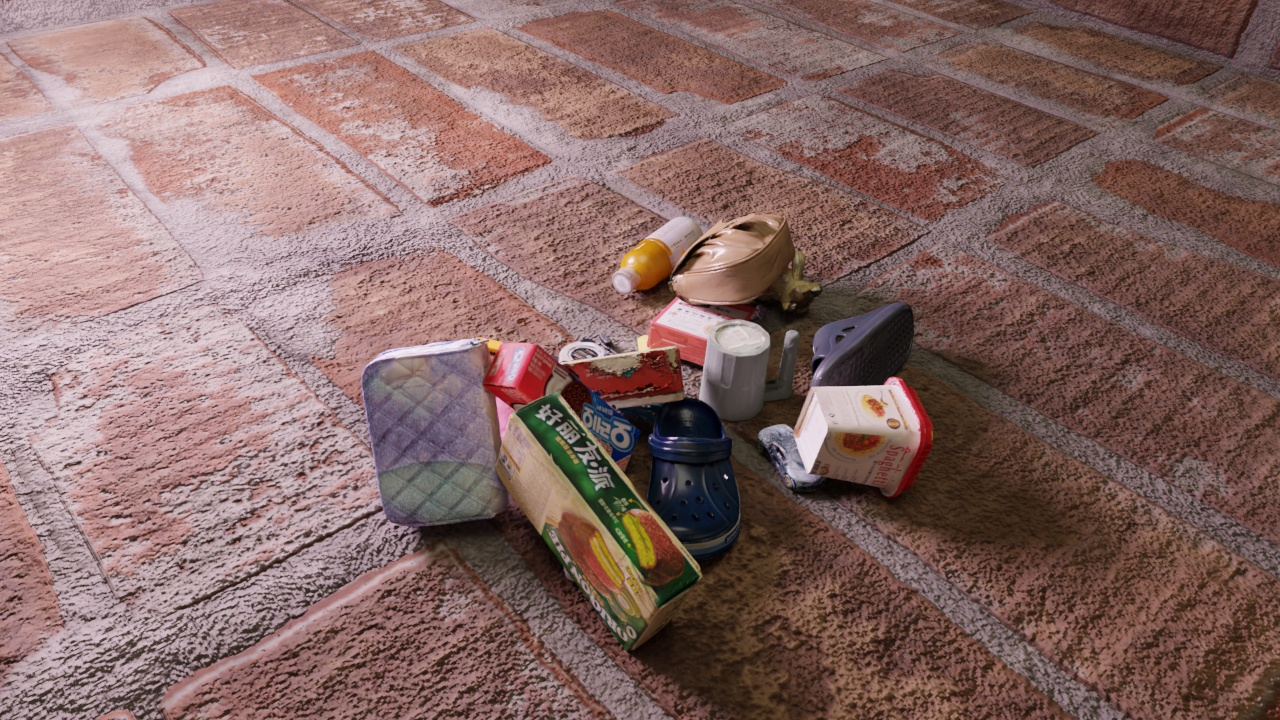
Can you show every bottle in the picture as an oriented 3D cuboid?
[{"bbox_3d":[0.025,-0.158,1.401,0.068,0.068,0.189,25,43,25],"label":"bottle"}]

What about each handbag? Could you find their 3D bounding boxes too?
[{"bbox_3d":[-0.217,0.075,0.981,0.134,0.194,0.075,-5,14,-3],"label":"handbag"},{"bbox_3d":[0.133,-0.150,1.301,0.148,0.100,0.203,-7,22,28],"label":"handbag"}]

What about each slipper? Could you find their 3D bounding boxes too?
[{"bbox_3d":[0.060,0.117,1.034,0.105,0.095,0.252,2,34,2],"label":"slipper"},{"bbox_3d":[0.275,-0.001,1.204,0.083,0.111,0.267,11,30,37],"label":"slipper"}]

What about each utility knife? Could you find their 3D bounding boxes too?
[{"bbox_3d":[0.017,0.009,1.229,0.031,0.018,0.151,2,40,-8],"label":"utility knife"}]

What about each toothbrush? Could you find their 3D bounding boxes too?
[{"bbox_3d":[-0.007,0.007,1.215,0.014,0.017,0.189,-26,40,-21],"label":"toothbrush"}]

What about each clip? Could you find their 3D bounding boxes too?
[{"bbox_3d":[-0.001,0.063,1.161,0.055,0.013,0.038,10,38,10],"label":"clip"}]

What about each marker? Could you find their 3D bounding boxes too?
[{"bbox_3d":[-0.165,-0.011,1.244,0.124,0.015,0.018,13,40,8],"label":"marker"}]

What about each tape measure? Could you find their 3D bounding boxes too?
[{"bbox_3d":[-0.076,0.004,1.215,0.065,0.034,0.066,-20,42,-30],"label":"tape measure"}]

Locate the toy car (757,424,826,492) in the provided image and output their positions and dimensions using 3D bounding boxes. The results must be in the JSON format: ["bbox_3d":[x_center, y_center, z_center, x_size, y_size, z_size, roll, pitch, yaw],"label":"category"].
[{"bbox_3d":[0.181,0.114,1.093,0.048,0.031,0.105,-15,42,-21],"label":"toy car"}]

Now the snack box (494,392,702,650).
[{"bbox_3d":[-0.049,0.156,0.902,0.063,0.115,0.240,-27,65,-33],"label":"snack box"}]

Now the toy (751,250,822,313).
[{"bbox_3d":[0.206,-0.121,1.381,0.105,0.066,0.157,-37,42,-2],"label":"toy"}]

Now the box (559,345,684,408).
[{"bbox_3d":[-0.033,0.016,1.116,0.168,0.079,0.091,-8,3,4],"label":"box"}]

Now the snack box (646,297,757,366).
[{"bbox_3d":[0.087,-0.045,1.274,0.113,0.044,0.126,18,33,19],"label":"snack box"}]

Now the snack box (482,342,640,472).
[{"bbox_3d":[-0.081,0.054,1.010,0.057,0.207,0.058,3,62,38],"label":"snack box"}]

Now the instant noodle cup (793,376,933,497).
[{"bbox_3d":[0.252,0.085,1.056,0.124,0.117,0.116,5,37,-11],"label":"instant noodle cup"}]

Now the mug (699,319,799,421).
[{"bbox_3d":[0.139,0.009,1.166,0.124,0.104,0.083,-7,39,-11],"label":"mug"}]

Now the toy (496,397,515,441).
[{"bbox_3d":[-0.201,0.053,1.104,0.194,0.075,0.178,18,19,1],"label":"toy"}]

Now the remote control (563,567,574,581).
[{"bbox_3d":[-0.066,0.181,0.998,0.056,0.020,0.135,-8,40,-13],"label":"remote control"}]
